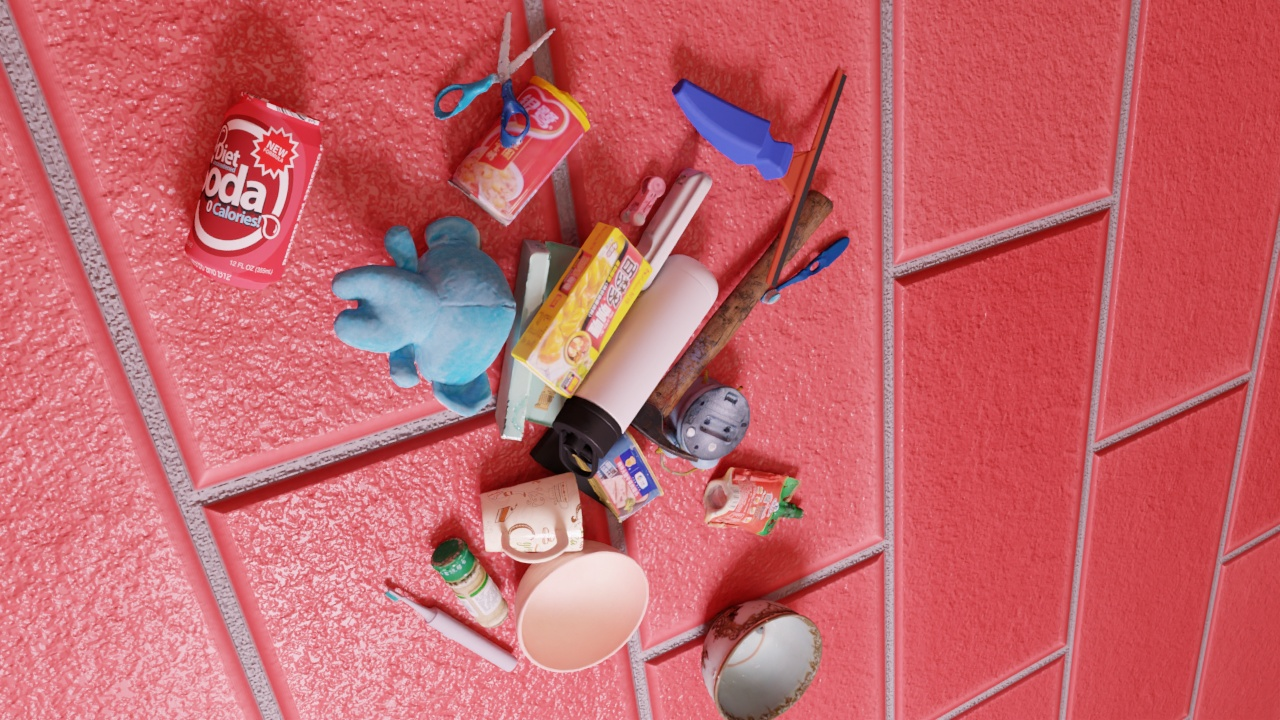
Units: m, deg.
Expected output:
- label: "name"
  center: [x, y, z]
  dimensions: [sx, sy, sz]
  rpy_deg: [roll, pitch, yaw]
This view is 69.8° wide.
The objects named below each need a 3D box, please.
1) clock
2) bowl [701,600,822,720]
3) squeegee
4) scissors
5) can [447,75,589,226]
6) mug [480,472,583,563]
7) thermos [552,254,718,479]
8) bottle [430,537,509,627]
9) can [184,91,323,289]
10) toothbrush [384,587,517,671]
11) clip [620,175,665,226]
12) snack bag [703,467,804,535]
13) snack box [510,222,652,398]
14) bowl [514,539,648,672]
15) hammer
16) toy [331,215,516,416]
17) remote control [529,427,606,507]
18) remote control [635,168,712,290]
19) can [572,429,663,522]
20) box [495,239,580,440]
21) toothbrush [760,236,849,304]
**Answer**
- label: "clock"
  center: [0.067, 0.075, 1.026]
  dimensions: [0.088, 0.052, 0.124]
  rpy_deg: [24, 97, -35]
- label: "bowl"
  center: [0.137, 0.364, 1.153]
  dimensions: [0.159, 0.094, 0.160]
  rpy_deg: [-11, 114, -25]
- label: "squeegee"
  center: [0.103, -0.226, 0.925]
  dimensions: [0.184, 0.055, 0.249]
  rpy_deg: [27, 78, -34]
- label: "scissors"
  center: [-0.113, -0.237, 0.789]
  dimensions: [0.130, 0.117, 0.014]
  rpy_deg: [-43, 162, -3]
- label: "can"
  center: [-0.107, -0.186, 0.818]
  dimensions: [0.066, 0.067, 0.124]
  rpy_deg: [40, 88, -34]
- label: "mug"
  center: [-0.109, 0.169, 0.925]
  dimensions: [0.097, 0.122, 0.081]
  rpy_deg: [-6, 115, -10]
- label: "thermos"
  center: [-0.005, 0.005, 0.922]
  dimensions: [0.229, 0.068, 0.101]
  rpy_deg: [-55, 165, -21]
- label: "bottle"
  center: [-0.176, 0.235, 0.962]
  dimensions: [0.042, 0.043, 0.110]
  rpy_deg: [-35, 123, -13]
- label: "can"
  center: [-0.304, -0.132, 0.726]
  dimensions: [0.074, 0.074, 0.142]
  rpy_deg: [16, 101, -32]
- label: "toothbrush"
  center: [-0.201, 0.288, 0.984]
  dimensions: [0.019, 0.018, 0.188]
  rpy_deg: [-47, 124, -3]
- label: "clip"
  center: [0.004, -0.157, 0.911]
  dimensions: [0.060, 0.043, 0.023]
  rpy_deg: [-44, 128, 10]
- label: "snack bag"
  center: [0.146, 0.176, 1.121]
  dimensions: [0.155, 0.044, 0.087]
  rpy_deg: [17, 106, -37]
- label: "snack box"
  center: [-0.052, -0.047, 0.856]
  dimensions: [0.152, 0.025, 0.075]
  rpy_deg: [-58, 139, -10]
- label: "bowl"
  center: [-0.074, 0.256, 1.006]
  dimensions: [0.152, 0.076, 0.153]
  rpy_deg: [-11, 115, -24]
- label: "hammer"
  center: [0.106, -0.047, 0.985]
  dimensions: [0.120, 0.033, 0.330]
  rpy_deg: [38, 82, 8]
- label: "toy"
  center: [-0.195, -0.040, 0.806]
  dimensions: [0.180, 0.115, 0.183]
  rpy_deg: [-2, 88, -47]
- label: "remote control"
  center: [-0.056, 0.113, 0.997]
  dimensions: [0.133, 0.013, 0.058]
  rpy_deg: [40, 88, -34]
- label: "remote control"
  center: [0.023, -0.133, 0.920]
  dimensions: [0.022, 0.050, 0.133]
  rpy_deg: [31, 93, -30]
- label: "can"
  center: [-0.024, 0.119, 0.975]
  dimensions: [0.059, 0.054, 0.100]
  rpy_deg: [-35, 122, -11]
- label: "box"
  center: [-0.081, -0.018, 0.891]
  dimensions: [0.091, 0.077, 0.188]
  rpy_deg: [7, 105, -18]
- label: "toothbrush"
  center: [0.190, -0.102, 1.044]
  dimensions: [0.132, 0.016, 0.021]
  rpy_deg: [-36, 124, -11]
